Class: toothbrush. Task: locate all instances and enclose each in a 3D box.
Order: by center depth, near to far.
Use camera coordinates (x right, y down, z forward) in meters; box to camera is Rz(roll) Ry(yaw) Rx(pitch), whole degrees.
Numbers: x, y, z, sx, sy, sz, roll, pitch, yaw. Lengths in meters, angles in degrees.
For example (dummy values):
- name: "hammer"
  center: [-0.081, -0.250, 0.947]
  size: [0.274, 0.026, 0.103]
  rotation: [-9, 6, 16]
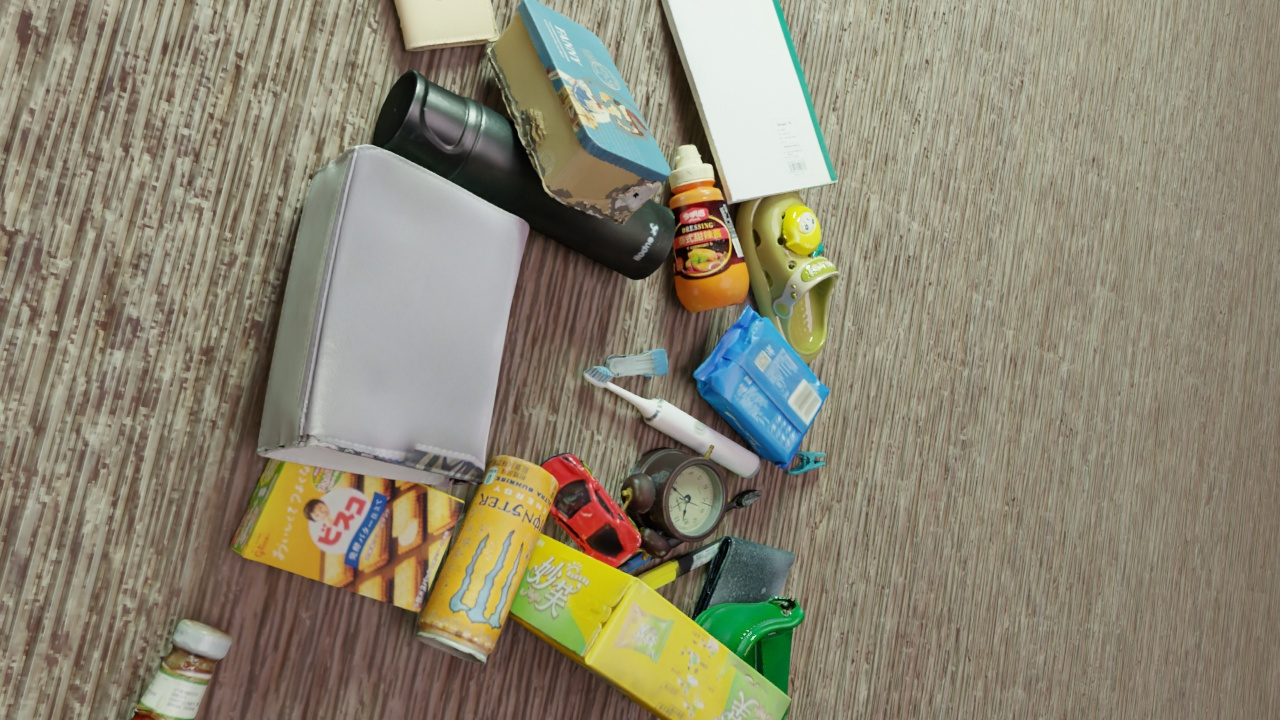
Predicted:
- name: "toothbrush"
  center: [0.031, 0.057, 0.833]
  size: [0.221, 0.026, 0.026]
  rotation: [32, 32, -35]
- name: "toothbrush"
  center: [0.048, 0.160, 0.858]
  size: [0.189, 0.016, 0.014]
  rotation: [-22, 99, -35]

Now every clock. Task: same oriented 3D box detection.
- name: "clock"
  center: [0.024, 0.126, 0.811]
  size: [0.121, 0.055, 0.082]
  rotation: [-27, 108, -34]

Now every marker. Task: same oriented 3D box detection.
- name: "marker"
  center: [0.041, 0.189, 0.855]
  size: [0.123, 0.015, 0.018]
  rotation: [-15, 106, -41]

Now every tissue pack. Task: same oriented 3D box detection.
- name: "tissue pack"
  center: [0.116, 0.028, 0.880]
  size: [0.157, 0.052, 0.094]
  rotation: [45, 72, -31]

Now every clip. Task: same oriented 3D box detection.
- name: "clip"
  center: [-0.006, 0.004, 0.808]
  size: [0.058, 0.045, 0.027]
  rotation: [-6, 97, -33]
- name: "clip"
  center: [0.174, 0.105, 0.959]
  size: [0.055, 0.014, 0.039]
  rotation: [1, 92, -38]

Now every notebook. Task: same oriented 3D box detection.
- name: "notebook"
  center: [0.105, -0.256, 0.860]
  size: [0.150, 0.012, 0.209]
  rotation: [-17, 88, -37]

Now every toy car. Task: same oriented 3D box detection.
- name: "toy car"
  center: [-0.045, 0.124, 0.751]
  size: [0.049, 0.031, 0.106]
  rotation: [-38, 97, -1]

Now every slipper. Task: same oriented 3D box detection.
- name: "slipper"
  center: [0.159, -0.085, 0.899]
  size: [0.091, 0.082, 0.190]
  rotation: [-29, 112, -38]

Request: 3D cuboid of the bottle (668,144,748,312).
- name: "bottle"
  center: [0.055, -0.120, 0.828]
  size: [0.066, 0.067, 0.149]
  rotation: [-13, 93, -38]

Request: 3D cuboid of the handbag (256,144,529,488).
- name: "handbag"
  center: [-0.160, -0.022, 0.615]
  size: [0.144, 0.099, 0.196]
  rotation: [19, 70, -37]

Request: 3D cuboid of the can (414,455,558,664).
- name: "can"
  center: [-0.113, 0.146, 0.686]
  size: [0.058, 0.058, 0.145]
  rotation: [39, 59, -33]

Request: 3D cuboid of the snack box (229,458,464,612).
- name: "snack box"
  center: [-0.201, 0.115, 0.644]
  size: [0.140, 0.034, 0.086]
  rotation: [31, 72, -34]

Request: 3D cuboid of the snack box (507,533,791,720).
- name: "snack box"
  center: [-0.003, 0.228, 0.726]
  size: [0.210, 0.158, 0.070]
  rotation: [44, 69, -31]

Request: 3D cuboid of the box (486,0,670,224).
- name: "box"
  center: [-0.050, -0.190, 0.684]
  size: [0.089, 0.060, 0.184]
  rotation: [10, 49, -48]

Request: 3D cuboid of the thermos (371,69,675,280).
- name: "thermos"
  center: [-0.089, -0.129, 0.713]
  size: [0.242, 0.068, 0.090]
  rotation: [22, 110, -36]

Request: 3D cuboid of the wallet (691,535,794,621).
- name: "wallet"
  center: [0.097, 0.235, 0.890]
  size: [0.097, 0.019, 0.121]
  rotation: [22, 88, -37]

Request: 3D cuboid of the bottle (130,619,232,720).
- name: "bottle"
  center: [-0.307, 0.259, 0.547]
  size: [0.059, 0.060, 0.205]
  rotation: [34, 67, -35]

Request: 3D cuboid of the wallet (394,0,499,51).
- name: "wallet"
  center: [-0.148, -0.292, 0.678]
  size: [0.087, 0.024, 0.115]
  rotation: [-22, 104, -38]

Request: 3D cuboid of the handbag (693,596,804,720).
- name: "handbag"
  center: [0.099, 0.290, 0.861]
  size: [0.120, 0.068, 0.131]
  rotation: [-7, 107, -43]
